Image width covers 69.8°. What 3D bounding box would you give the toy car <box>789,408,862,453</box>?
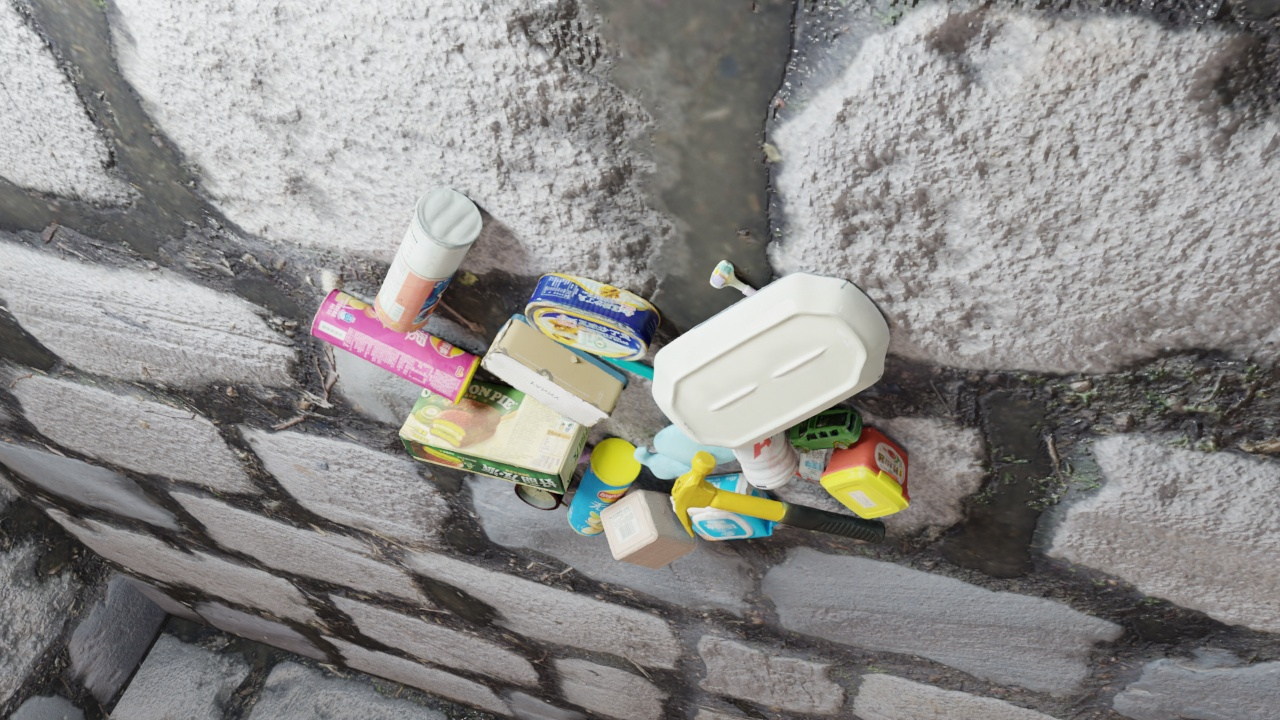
[{"bbox_3d":[0.216,0.081,1.078,0.091,0.043,0.036,-16,134,40],"label":"toy car"}]

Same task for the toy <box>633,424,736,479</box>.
[{"bbox_3d":[0.065,0.116,1.198,0.161,0.049,0.156,1,150,14],"label":"toy"}]

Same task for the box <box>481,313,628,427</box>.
[{"bbox_3d":[-0.102,0.019,1.141,0.184,0.061,0.090,31,154,-17],"label":"box"}]

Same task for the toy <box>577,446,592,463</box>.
[{"bbox_3d":[-0.125,0.128,1.322,0.108,0.039,0.083,10,174,23],"label":"toy"}]

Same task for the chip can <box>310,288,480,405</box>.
[{"bbox_3d":[-0.320,-0.019,1.205,0.210,0.071,0.072,27,146,-7],"label":"chip can"}]

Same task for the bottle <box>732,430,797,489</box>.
[{"bbox_3d":[0.126,0.069,1.085,0.068,0.068,0.197,-3,133,32],"label":"bottle"}]

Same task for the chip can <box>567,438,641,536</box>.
[{"bbox_3d":[-0.058,0.191,1.352,0.071,0.071,0.211,22,146,-2],"label":"chip can"}]

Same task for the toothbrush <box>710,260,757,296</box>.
[{"bbox_3d":[0.156,-0.045,0.957,0.189,0.029,0.020,30,-173,-15],"label":"toothbrush"}]

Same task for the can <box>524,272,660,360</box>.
[{"bbox_3d":[-0.055,-0.049,1.038,0.148,0.049,0.075,18,146,6],"label":"can"}]

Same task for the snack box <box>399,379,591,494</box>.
[{"bbox_3d":[-0.197,0.097,1.258,0.240,0.114,0.063,11,146,15],"label":"snack box"}]

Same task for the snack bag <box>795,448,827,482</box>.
[{"bbox_3d":[0.216,0.123,1.150,0.048,0.026,0.104,2,142,14],"label":"snack bag"}]

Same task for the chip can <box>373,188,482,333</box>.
[{"bbox_3d":[-0.246,-0.106,1.042,0.071,0.071,0.215,30,145,-13],"label":"chip can"}]

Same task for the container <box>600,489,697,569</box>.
[{"bbox_3d":[0.009,0.241,1.319,0.090,0.089,0.111,-32,150,21],"label":"container"}]

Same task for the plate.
[{"bbox_3d":[0.131,0.014,0.964,0.266,0.034,0.162,-29,114,28],"label":"plate"}]

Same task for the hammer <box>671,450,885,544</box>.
[{"bbox_3d":[0.183,0.199,1.204,0.300,0.032,0.129,14,127,-15],"label":"hammer"}]

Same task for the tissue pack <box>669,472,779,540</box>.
[{"bbox_3d":[0.119,0.210,1.289,0.140,0.063,0.090,-13,133,40],"label":"tissue pack"}]

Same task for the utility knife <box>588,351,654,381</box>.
[{"bbox_3d":[-0.007,0.007,1.120,0.216,0.013,0.029,23,153,-6],"label":"utility knife"}]

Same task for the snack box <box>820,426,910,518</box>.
[{"bbox_3d":[0.268,0.132,1.086,0.091,0.079,0.082,37,142,-22],"label":"snack box"}]

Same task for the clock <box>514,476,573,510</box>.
[{"bbox_3d":[-0.154,0.180,1.403,0.082,0.055,0.122,4,141,24],"label":"clock"}]
